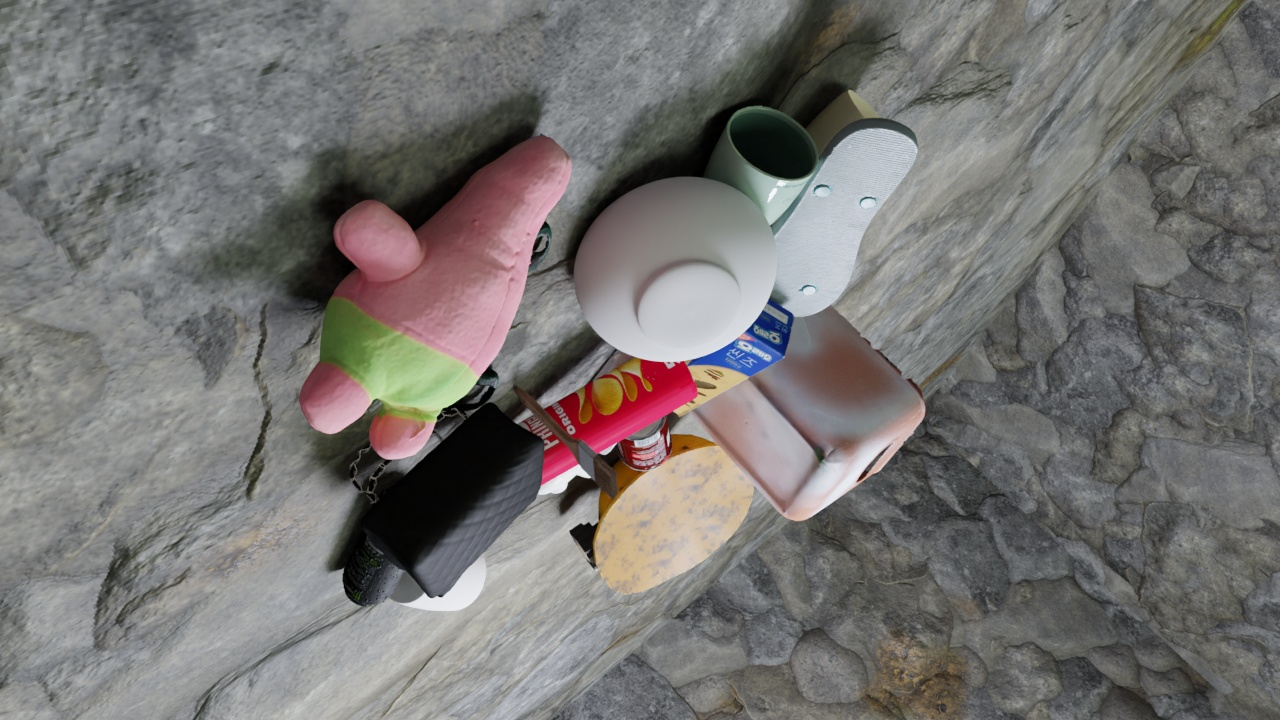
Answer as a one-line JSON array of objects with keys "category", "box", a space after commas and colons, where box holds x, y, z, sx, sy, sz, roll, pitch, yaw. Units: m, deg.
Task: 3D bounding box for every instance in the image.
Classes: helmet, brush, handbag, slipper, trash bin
[{"category": "helmet", "box": [0.021, 0.190, 1.281, 0.255, 0.131, 0.205, -33, 127, -13]}, {"category": "brush", "box": [-0.071, 0.070, 0.847, 0.008, 0.143, 0.045, -37, 151, -23]}, {"category": "handbag", "box": [-0.168, 0.117, 0.796, 0.153, 0.115, 0.125, -49, 157, -29]}, {"category": "slipper", "box": [0.168, -0.135, 0.856, 0.098, 0.054, 0.269, 6, 149, -7]}, {"category": "trash bin", "box": [0.179, 0.044, 1.112, 0.157, 0.259, 0.182, -29, 156, -32]}]

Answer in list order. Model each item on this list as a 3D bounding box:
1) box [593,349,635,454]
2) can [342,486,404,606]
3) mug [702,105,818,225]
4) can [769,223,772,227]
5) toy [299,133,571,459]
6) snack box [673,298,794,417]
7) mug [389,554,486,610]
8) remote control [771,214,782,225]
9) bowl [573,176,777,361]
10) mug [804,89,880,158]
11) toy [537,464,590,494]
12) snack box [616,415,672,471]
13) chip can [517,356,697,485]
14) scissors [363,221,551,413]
[{"category": "box", "box": [0.000, 0.009, 1.009, 0.211, 0.070, 0.067, -51, 179, 20]}, {"category": "can", "box": [-0.240, 0.176, 0.866, 0.053, 0.054, 0.138, -19, 148, -50]}, {"category": "mug", "box": [0.101, -0.168, 0.815, 0.111, 0.084, 0.104, -65, -176, -35]}, {"category": "can", "box": [0.100, -0.119, 0.931, 0.054, 0.054, 0.136, -36, 158, -20]}, {"category": "toy", "box": [-0.125, -0.050, 0.594, 0.236, 0.097, 0.192, -56, 159, -7]}, {"category": "snack box", "box": [0.080, -0.002, 0.994, 0.207, 0.056, 0.057, -35, -150, 54]}, {"category": "mug", "box": [-0.234, 0.225, 0.965, 0.114, 0.081, 0.087, -17, 160, 18]}, {"category": "remote control", "box": [0.157, -0.170, 0.998, 0.136, 0.013, 0.033, -38, 161, -20]}, {"category": "bowl", "box": [0.035, -0.061, 0.770, 0.176, 0.066, 0.177, -6, 130, -8]}, {"category": "mug", "box": [0.196, -0.201, 0.908, 0.100, 0.096, 0.120, -42, -155, 27]}, {"category": "toy", "box": [-0.093, 0.129, 1.082, 0.079, 0.038, 0.122, -32, 161, 2]}, {"category": "snack box", "box": [0.001, 0.084, 1.124, 0.072, 0.072, 0.121, -39, 159, -12]}, {"category": "chip can", "box": [-0.053, 0.061, 0.918, 0.220, 0.069, 0.069, -29, 158, -9]}, {"category": "scissors", "box": [-0.133, -0.017, 0.745, 0.201, 0.015, 0.203, -42, 161, -4]}]
